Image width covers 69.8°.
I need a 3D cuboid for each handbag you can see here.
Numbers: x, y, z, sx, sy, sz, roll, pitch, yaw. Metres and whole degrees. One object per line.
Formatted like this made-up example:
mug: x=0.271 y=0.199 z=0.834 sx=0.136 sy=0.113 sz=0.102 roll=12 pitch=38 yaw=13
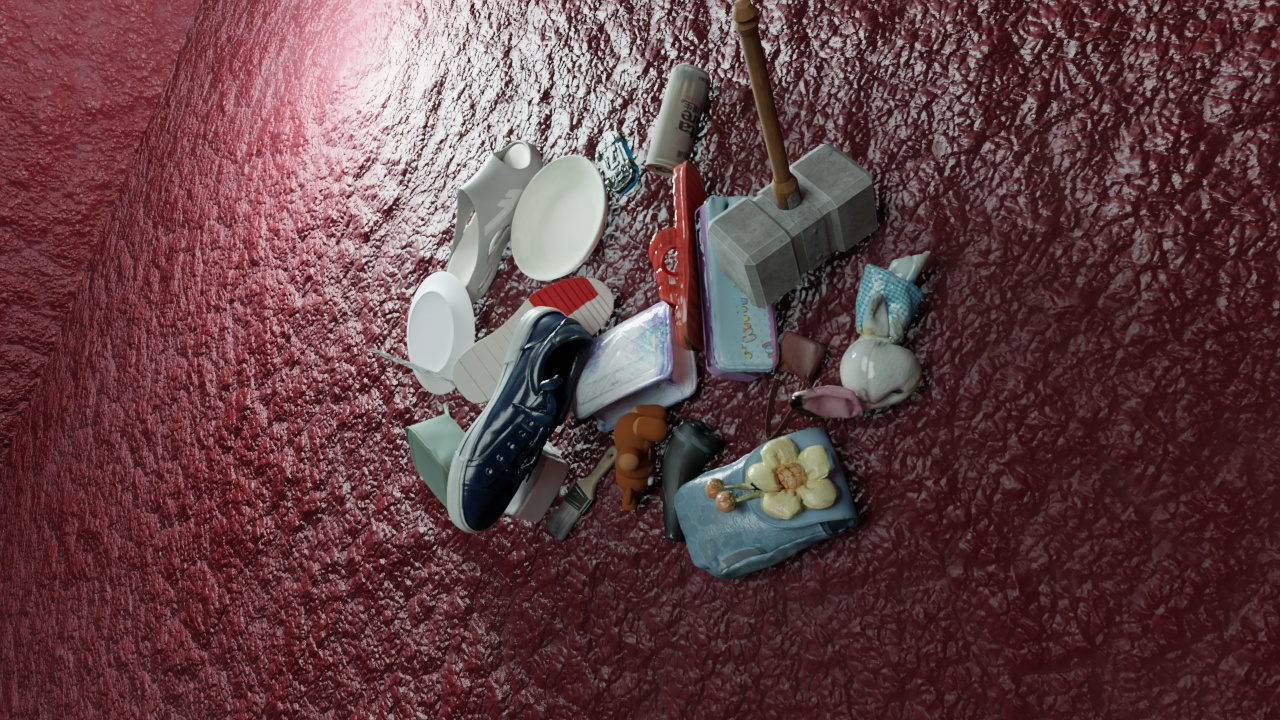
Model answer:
handbag: x=0.120 y=0.146 z=0.940 sx=0.192 sy=0.118 sz=0.121 roll=-27 pitch=61 yaw=26
handbag: x=-0.007 y=0.007 z=1.128 sx=0.159 sy=0.069 sz=0.126 roll=-27 pitch=48 yaw=32
handbag: x=-0.268 y=0.143 z=1.279 sx=0.122 sy=0.067 sz=0.106 roll=37 pitch=138 yaw=40
handbag: x=0.161 y=0.031 z=1.003 sx=0.055 sy=0.029 sz=0.120 roll=28 pitch=101 yaw=46

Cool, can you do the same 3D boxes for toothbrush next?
toothbrush: x=-0.313 y=0.011 z=1.307 sx=0.010 sy=0.181 sz=0.010 roll=-48 pitch=48 yaw=13

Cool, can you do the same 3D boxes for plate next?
plate: x=-0.108 y=-0.196 z=1.291 sx=0.183 sy=0.034 sz=0.182 roll=-13 pitch=69 yaw=38
plate: x=-0.316 y=-0.042 z=1.408 sx=0.189 sy=0.016 sz=0.188 roll=-1 pitch=89 yaw=45

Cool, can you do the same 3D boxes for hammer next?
hammer: x=0.129 y=-0.207 z=0.878 sx=0.162 sy=0.318 sz=0.083 roll=-35 pitch=52 yaw=-5

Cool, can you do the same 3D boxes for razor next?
razor: x=0.056 y=0.137 z=1.044 sx=0.064 sy=0.053 sz=0.140 roll=2 pitch=81 yaw=34

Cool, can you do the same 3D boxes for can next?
can: x=0.049 y=-0.306 z=1.175 sx=0.054 sy=0.054 sz=0.135 roll=12 pitch=86 yaw=42

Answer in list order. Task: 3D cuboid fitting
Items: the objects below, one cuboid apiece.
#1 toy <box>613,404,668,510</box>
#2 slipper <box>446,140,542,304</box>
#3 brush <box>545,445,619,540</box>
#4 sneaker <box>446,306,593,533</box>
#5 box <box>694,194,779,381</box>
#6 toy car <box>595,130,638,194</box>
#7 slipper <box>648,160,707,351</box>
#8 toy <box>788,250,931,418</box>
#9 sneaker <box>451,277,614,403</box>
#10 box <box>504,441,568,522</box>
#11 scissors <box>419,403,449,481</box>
toy: x=0.000 y=0.117 z=1.077 sx=0.065 sy=0.094 sz=0.128 roll=6 pitch=112 yaw=7
slipper: x=-0.241 y=-0.215 z=1.380 sx=0.113 sy=0.080 sz=0.266 roll=35 pitch=101 yaw=44
brush: x=-0.071 y=0.168 z=1.169 sx=0.151 sy=0.012 sz=0.039 roll=-54 pitch=50 yaw=14
sneaker: x=-0.134 y=0.083 z=1.103 sx=0.127 sy=0.120 sz=0.294 roll=24 pitch=89 yaw=41
box: x=0.106 y=-0.085 z=1.039 sx=0.065 sy=0.078 sz=0.214 roll=139 pitch=132 yaw=-61
toy car: x=-0.028 y=-0.267 z=1.244 sx=0.048 sy=0.032 sz=0.105 roll=-41 pitch=49 yaw=25
slipper: x=0.048 y=-0.121 z=1.091 sx=0.059 sy=0.103 sz=0.248 roll=-11 pitch=63 yaw=23
toy: x=0.242 y=-0.016 z=0.918 sx=0.106 sy=0.131 sz=0.205 roll=31 pitch=90 yaw=11
sneaker: x=-0.137 y=-0.026 z=1.235 sx=0.236 sy=0.104 sz=0.090 roll=-37 pitch=85 yaw=3
box: x=-0.149 y=0.152 z=1.227 sx=0.107 sy=0.091 sz=0.102 roll=30 pitch=91 yaw=36
scissors: x=-0.269 y=0.134 z=1.350 sx=0.172 sy=0.021 sz=0.172 roll=-41 pitch=50 yaw=28
